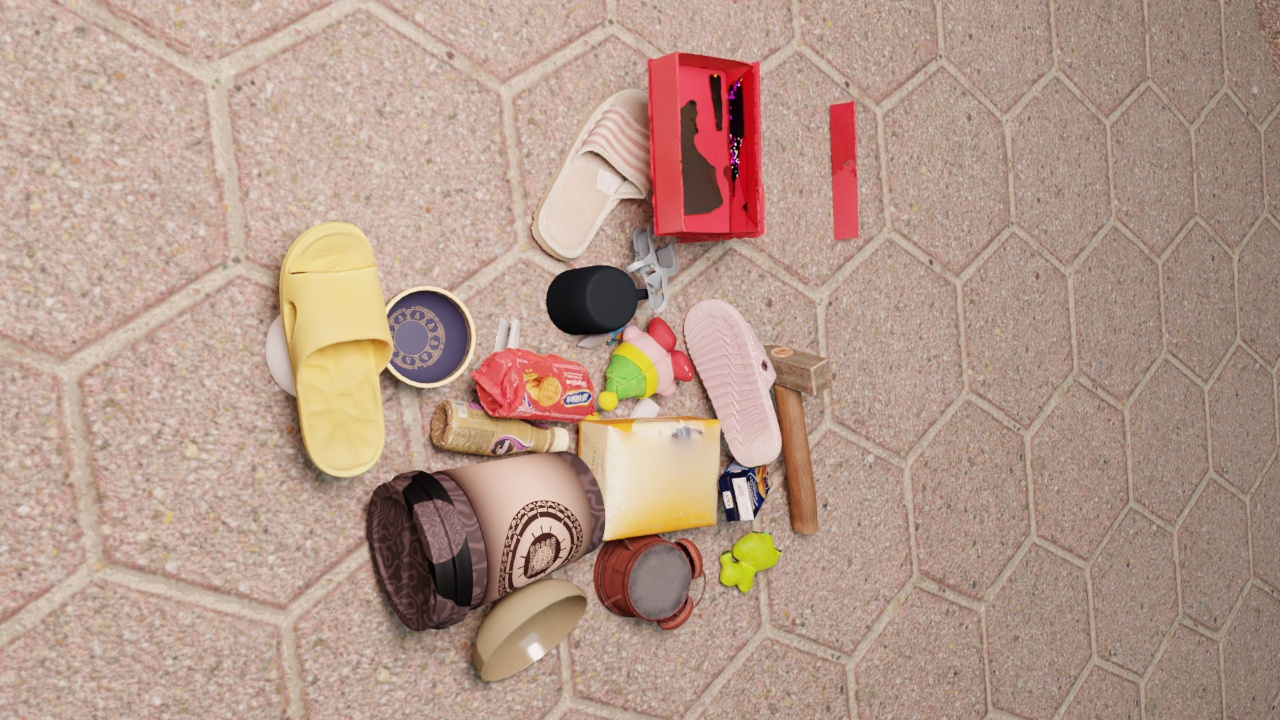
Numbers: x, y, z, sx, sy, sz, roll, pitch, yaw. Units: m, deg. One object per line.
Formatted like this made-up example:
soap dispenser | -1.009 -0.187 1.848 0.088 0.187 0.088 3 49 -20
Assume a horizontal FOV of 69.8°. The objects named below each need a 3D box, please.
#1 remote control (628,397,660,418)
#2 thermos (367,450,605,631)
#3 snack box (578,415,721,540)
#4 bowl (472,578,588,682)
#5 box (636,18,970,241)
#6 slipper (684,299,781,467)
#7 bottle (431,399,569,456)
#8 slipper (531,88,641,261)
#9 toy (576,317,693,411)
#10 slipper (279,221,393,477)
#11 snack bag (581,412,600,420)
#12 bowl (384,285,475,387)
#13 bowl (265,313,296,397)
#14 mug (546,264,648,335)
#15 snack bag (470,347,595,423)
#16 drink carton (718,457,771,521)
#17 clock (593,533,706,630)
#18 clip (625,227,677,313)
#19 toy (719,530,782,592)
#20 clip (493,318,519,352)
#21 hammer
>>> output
remote control | -0.015 0.109 1.218 0.033 0.012 0.130 39 70 -27
thermos | -0.167 0.189 1.036 0.225 0.173 0.173 -12 97 -39
snack box | 0.018 0.147 1.184 0.195 0.081 0.145 1 92 -40
bowl | -0.137 0.309 1.087 0.152 0.050 0.153 -33 152 -20
box | 0.167 -0.248 1.034 0.197 0.352 0.217 -7 98 -42
slipper | 0.137 0.026 1.248 0.064 0.094 0.239 -6 74 -53
bottle | -0.163 0.086 1.094 0.165 0.060 0.059 12 84 -34
slipper | -0.043 -0.241 1.173 0.115 0.052 0.262 41 68 -25
toy | -0.007 0.007 1.182 0.131 0.097 0.124 -30 104 -4
slipper | -0.304 -0.011 0.929 0.099 0.078 0.263 -6 94 -31
snack bag | -0.065 0.116 1.181 0.026 0.020 0.099 2 89 -34
bowl | -0.250 -0.026 1.035 0.112 0.061 0.112 0 90 -33
bowl | -0.338 -0.012 0.985 0.114 0.051 0.114 0 90 -33
mug | -0.043 -0.077 1.149 0.121 0.095 0.085 -9 95 -32
snack bag | -0.120 0.030 1.086 0.176 0.082 0.082 8 85 -55
drink carton | 0.145 0.170 1.264 0.129 0.040 0.064 -34 112 -68
clock | 0.019 0.286 1.205 0.157 0.072 0.120 21 79 -31
clip | 0.007 -0.140 1.165 0.112 0.028 0.162 54 23 -25
toy | 0.157 0.287 1.318 0.094 0.036 0.093 23 83 -24
clip | -0.153 0.003 1.115 0.056 0.056 0.102 12 84 -8
hammer | 0.216 0.121 1.317 0.037 0.158 0.301 -27 117 -30
